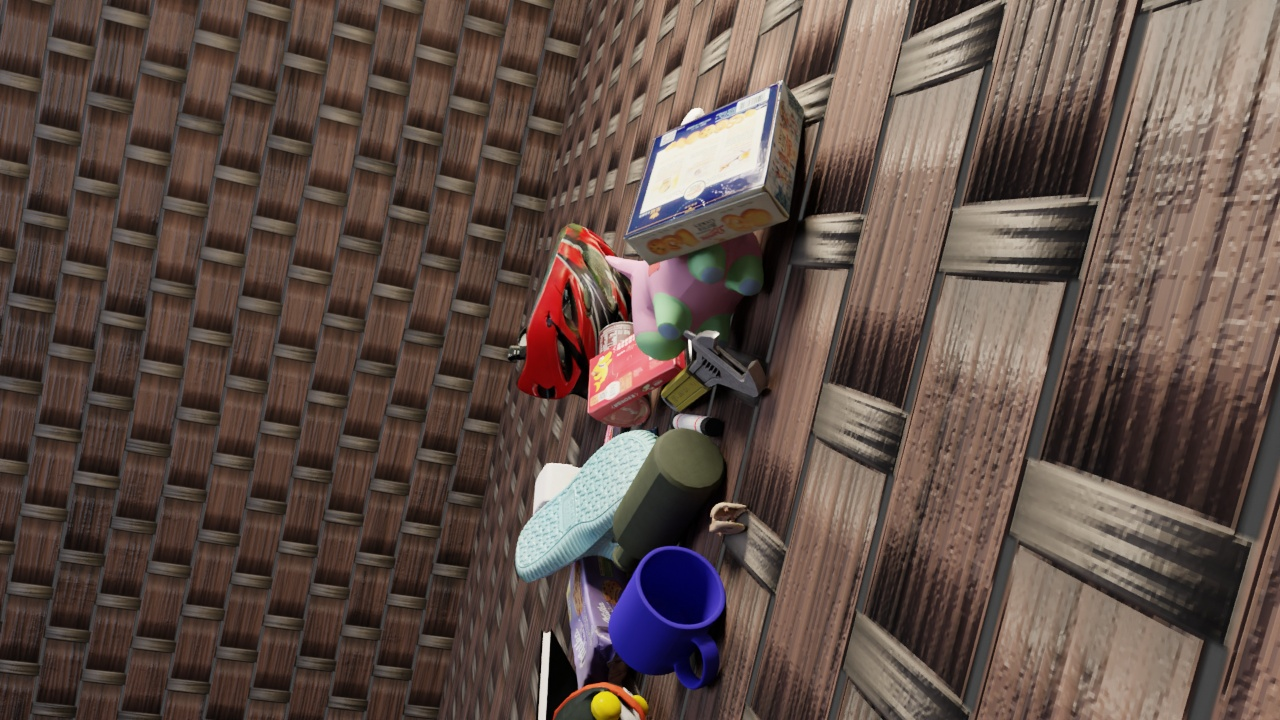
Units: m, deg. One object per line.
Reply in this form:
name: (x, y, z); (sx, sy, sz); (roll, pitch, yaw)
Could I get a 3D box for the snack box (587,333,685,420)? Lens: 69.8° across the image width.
snack box: (-0.006, 0.006, 1.081); (0.133, 0.021, 0.089); (-30, 40, 29)

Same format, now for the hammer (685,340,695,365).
hammer: (0.051, -0.109, 1.102); (0.095, 0.015, 0.324); (115, 160, -46)

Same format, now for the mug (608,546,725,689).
mug: (0.029, 0.229, 0.790); (0.111, 0.079, 0.084); (57, 141, 31)

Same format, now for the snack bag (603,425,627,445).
snack bag: (-0.029, 0.085, 1.264); (0.074, 0.018, 0.155); (-132, 53, -73)

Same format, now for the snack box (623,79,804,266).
snack box: (0.066, -0.165, 0.812); (0.145, 0.042, 0.144); (-15, 45, 34)

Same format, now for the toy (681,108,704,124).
toy: (0.038, -0.197, 0.959); (0.075, 0.037, 0.126); (-87, 18, -47)

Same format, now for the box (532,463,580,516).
box: (-0.088, 0.215, 1.206); (0.103, 0.110, 0.130); (123, 156, -59)

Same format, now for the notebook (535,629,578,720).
notebook: (-0.079, 0.409, 0.998); (0.207, 0.016, 0.148); (75, -170, -45)

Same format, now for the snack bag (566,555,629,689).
snack bag: (-0.045, 0.297, 1.065); (0.205, 0.058, 0.096); (-110, 31, -61)

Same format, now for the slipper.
slipper: (-0.050, 0.176, 1.057); (0.277, 0.069, 0.115); (-42, 38, 33)

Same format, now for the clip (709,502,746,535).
clip: (0.074, 0.133, 0.783); (0.047, 0.025, 0.062); (-86, 8, -46)

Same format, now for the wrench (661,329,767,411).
wrench: (0.058, 0.020, 0.882); (0.018, 0.083, 0.274); (-46, -3, -15)

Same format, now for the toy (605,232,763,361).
toy: (0.051, -0.090, 0.897); (0.170, 0.120, 0.223); (-96, 28, -45)

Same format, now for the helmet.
helmet: (-0.097, -0.065, 1.336); (0.216, 0.167, 0.273); (-74, -4, -58)

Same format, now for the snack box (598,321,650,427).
snack box: (-0.022, 0.017, 1.173); (0.072, 0.072, 0.121); (116, 161, -46)

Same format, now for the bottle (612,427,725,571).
bottle: (0.015, 0.149, 0.904); (0.207, 0.071, 0.071); (116, 160, -48)

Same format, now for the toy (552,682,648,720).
toy: (-0.038, 0.364, 0.907); (0.097, 0.100, 0.119); (59, -169, 1)

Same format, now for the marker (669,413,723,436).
marker: (0.052, 0.065, 0.935); (0.146, 0.019, 0.019); (174, 107, -76)

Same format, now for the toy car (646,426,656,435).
toy car: (-0.003, 0.130, 1.089); (0.060, 0.027, 0.107); (128, 150, -63)
